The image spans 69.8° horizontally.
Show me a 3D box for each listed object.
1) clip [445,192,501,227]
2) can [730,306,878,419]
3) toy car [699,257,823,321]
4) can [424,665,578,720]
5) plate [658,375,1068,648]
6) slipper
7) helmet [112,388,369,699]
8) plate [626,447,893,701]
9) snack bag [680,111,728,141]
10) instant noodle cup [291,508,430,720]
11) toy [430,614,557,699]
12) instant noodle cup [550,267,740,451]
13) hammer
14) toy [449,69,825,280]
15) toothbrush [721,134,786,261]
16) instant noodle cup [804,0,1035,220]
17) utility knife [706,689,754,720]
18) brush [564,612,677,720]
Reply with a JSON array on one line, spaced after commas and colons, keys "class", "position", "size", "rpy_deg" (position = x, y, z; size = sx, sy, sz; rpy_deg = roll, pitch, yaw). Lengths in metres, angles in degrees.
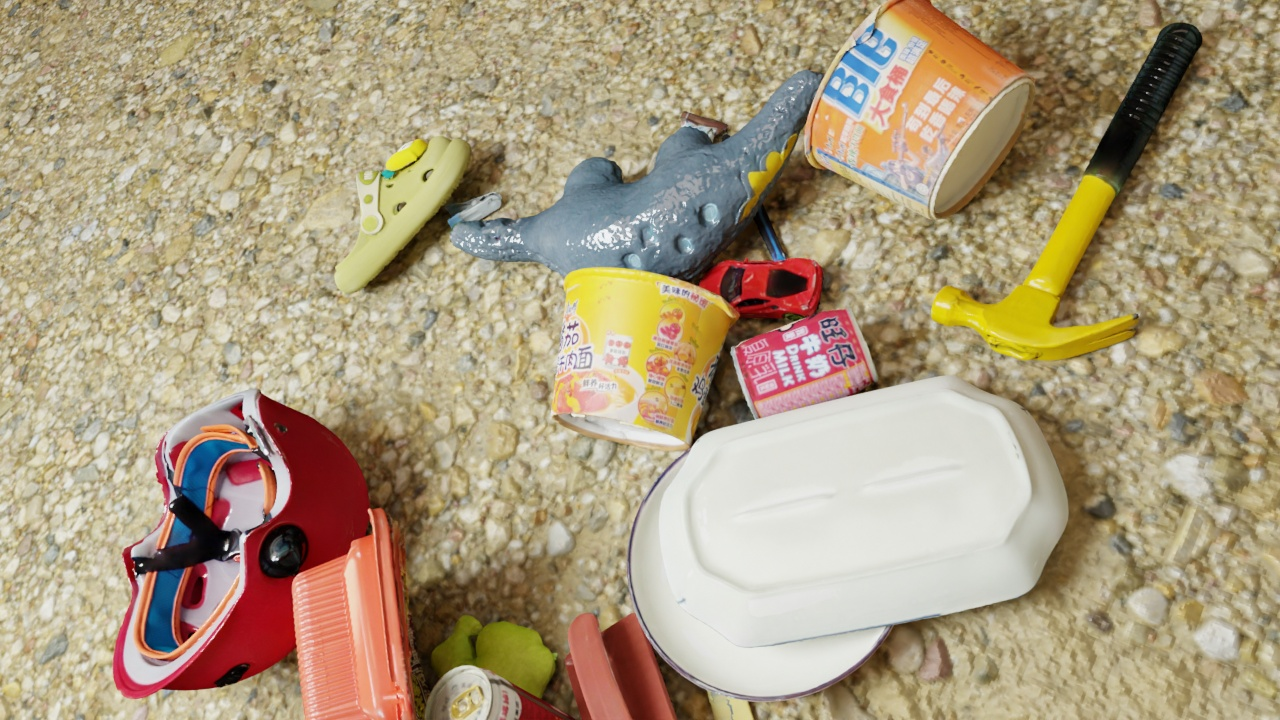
[{"class": "clip", "position": [-0.162, -0.149, 0.902], "size": [0.058, 0.027, 0.043], "rpy_deg": [-24, 50, 9]}, {"class": "can", "position": [0.122, 0.004, 0.681], "size": [0.094, 0.066, 0.066], "rpy_deg": [-21, 58, 11]}, {"class": "toy car", "position": [0.094, -0.058, 0.741], "size": [0.106, 0.031, 0.049], "rpy_deg": [2, 71, 31]}, {"class": "can", "position": [-0.080, 0.243, 0.595], "size": [0.053, 0.133, 0.053], "rpy_deg": [-17, 49, 21]}, {"class": "plate", "position": [0.137, 0.091, 0.601], "size": [0.266, 0.034, 0.161], "rpy_deg": [-13, 58, 10]}, {"class": "slipper", "position": [-0.243, -0.152, 0.888], "size": [0.190, 0.081, 0.091], "rpy_deg": [-50, 19, -2]}, {"class": "helmet", "position": [-0.303, 0.150, 0.729], "size": [0.207, 0.144, 0.239], "rpy_deg": [-16, 58, 37]}, {"class": "plate", "position": [0.087, 0.139, 0.637], "size": [0.193, 0.039, 0.192], "rpy_deg": [-8, 60, 14]}, {"class": "snack bag", "position": [0.042, -0.181, 0.833], "size": [0.048, 0.026, 0.104], "rpy_deg": [20, 74, 14]}, {"class": "instant noodle cup", "position": [-0.186, 0.208, 0.627], "size": [0.079, 0.189, 0.164], "rpy_deg": [-9, 56, -16]}, {"class": "toy", "position": [-0.110, 0.228, 0.681], "size": [0.100, 0.031, 0.096], "rpy_deg": [-26, 56, 8]}, {"class": "instant noodle cup", "position": [-0.004, 0.004, 0.698], "size": [0.138, 0.138, 0.109], "rpy_deg": [6, 75, 25]}, {"class": "hammer", "position": [0.341, -0.128, 0.680], "size": [0.129, 0.033, 0.300], "rpy_deg": [25, 76, 30]}, {"class": "toy", "position": [-0.002, -0.124, 0.775], "size": [0.357, 0.091, 0.137], "rpy_deg": [-17, 79, 19]}, {"class": "toothbrush", "position": [0.103, -0.125, 0.790], "size": [0.014, 0.016, 0.189], "rpy_deg": [-21, 61, 4]}, {"class": "instant noodle cup", "position": [0.216, -0.186, 0.699], "size": [0.111, 0.151, 0.151], "rpy_deg": [41, 84, 24]}, {"class": "utility knife", "position": [0.064, 0.253, 0.610], "size": [0.031, 0.020, 0.190], "rpy_deg": [-20, 54, 5]}, {"class": "brush", "position": [-0.010, 0.230, 0.591], "size": [0.063, 0.069, 0.145], "rpy_deg": [-34, 35, 4]}]
